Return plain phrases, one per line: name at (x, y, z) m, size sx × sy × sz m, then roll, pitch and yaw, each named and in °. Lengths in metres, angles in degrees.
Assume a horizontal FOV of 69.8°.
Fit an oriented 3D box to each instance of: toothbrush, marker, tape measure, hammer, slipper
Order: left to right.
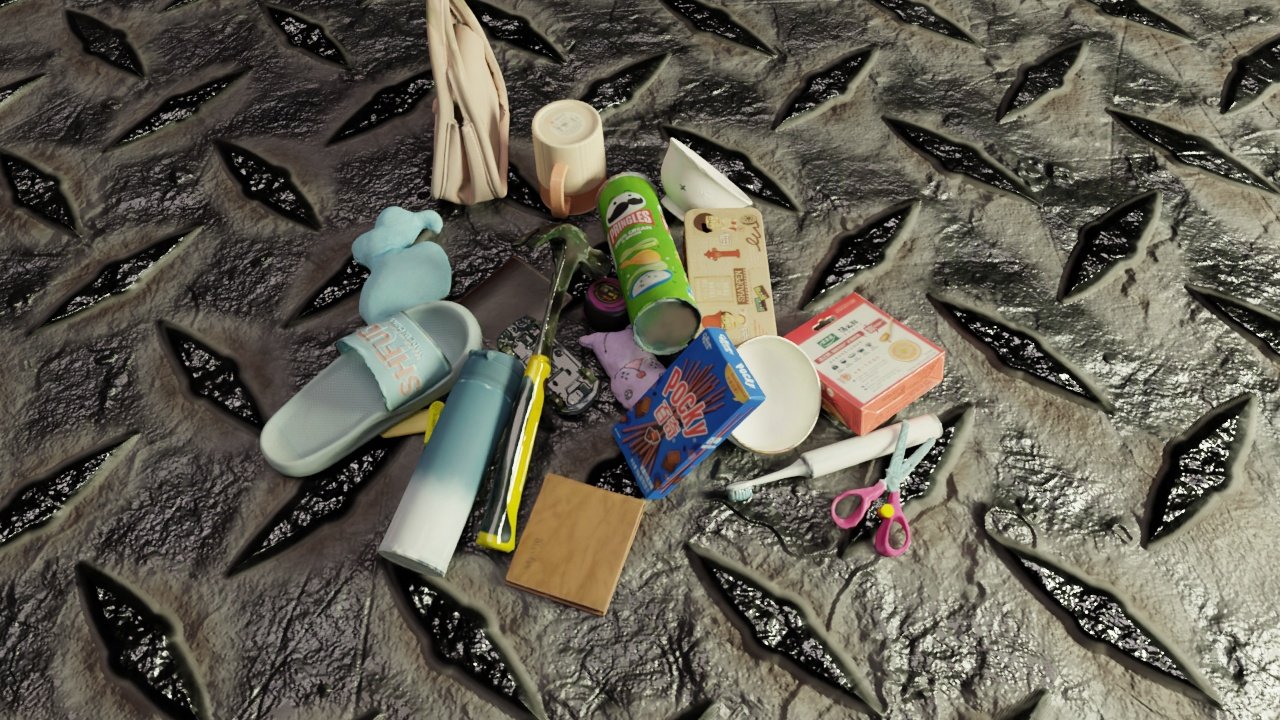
slipper at (-0.273, 0.018, 0.908) m, size 0.245 × 0.074 × 0.104 m, roll -38°, pitch 61°, yaw -10°
marker at (-0.204, 0.098, 0.894) m, size 0.018 × 0.015 × 0.124 m, roll 1°, pitch 65°, yaw 2°
hammer at (-0.103, 0.019, 0.874) m, size 0.032 × 0.126 × 0.322 m, roll 2°, pitch 71°, yaw 32°
tape measure at (-0.033, -0.059, 0.986) m, size 0.057 × 0.039 × 0.057 m, roll 10°, pitch 51°, yaw 0°
toothbrush at (0.186, 0.094, 0.886) m, size 0.221 × 0.027 × 0.026 m, roll -16°, pitch 99°, yaw -9°

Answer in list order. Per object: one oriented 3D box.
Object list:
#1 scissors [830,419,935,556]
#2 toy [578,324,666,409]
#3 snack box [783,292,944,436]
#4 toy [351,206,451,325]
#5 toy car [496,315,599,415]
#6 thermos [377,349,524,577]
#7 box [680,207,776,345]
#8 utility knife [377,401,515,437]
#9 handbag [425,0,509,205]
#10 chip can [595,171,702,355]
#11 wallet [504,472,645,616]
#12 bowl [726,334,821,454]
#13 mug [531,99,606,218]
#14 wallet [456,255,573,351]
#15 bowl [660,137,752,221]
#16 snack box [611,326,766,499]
scissors at (0.228, 0.113, 0.865) m, size 0.096 × 0.017 × 0.137 m, roll 16°, pitch 71°, yaw 6°
toy at (-0.006, 0.006, 0.942) m, size 0.083 × 0.039 × 0.108 m, roll -22°, pitch 58°, yaw -10°
snack box at (0.219, 0.002, 0.926) m, size 0.113 × 0.044 × 0.127 m, roll -31°, pitch 46°, yaw -17°
toy at (-0.261, -0.100, 1.011) m, size 0.156 × 0.050 × 0.161 m, roll 29°, pitch 65°, yaw 23°
toy car at (-0.096, 0.007, 0.945) m, size 0.120 × 0.037 × 0.054 m, roll 43°, pitch 68°, yaw 12°
thermos at (-0.170, 0.091, 0.862) m, size 0.070 × 0.070 × 0.220 m, roll 15°, pitch 65°, yaw 11°
box at (0.089, -0.072, 0.976) m, size 0.091 × 0.079 × 0.168 m, roll -2°, pitch 63°, yaw -1°
utility knife at (-0.204, 0.055, 0.928) m, size 0.173 × 0.019 × 0.031 m, roll -8°, pitch 53°, yaw -5°
handbag at (-0.206, -0.314, 1.039) m, size 0.093 × 0.235 × 0.193 m, roll -4°, pitch 57°, yaw -3°
chip can at (0.005, -0.107, 0.964) m, size 0.072 × 0.072 × 0.235 m, roll -10°, pitch 43°, yaw -5°
wallet at (-0.060, 0.168, 0.850) m, size 0.101 × 0.020 × 0.115 m, roll 14°, pitch 61°, yaw 12°
bowl at (0.112, 0.034, 0.895) m, size 0.113 × 0.062 × 0.113 m, roll 1°, pitch 87°, yaw -23°
mug at (-0.084, -0.222, 1.053) m, size 0.082 × 0.106 × 0.114 m, roll 9°, pitch 57°, yaw 7°
wallet at (-0.147, -0.052, 0.997) m, size 0.096 × 0.020 × 0.122 m, roll 36°, pitch 67°, yaw 22°
bowl at (0.062, -0.192, 1.046) m, size 0.118 × 0.118 × 0.065 m, roll 47°, pitch 108°, yaw 26°
snack box at (0.040, 0.051, 0.854) m, size 0.026 × 0.157 × 0.084 m, roll 7°, pitch 45°, yaw -45°
